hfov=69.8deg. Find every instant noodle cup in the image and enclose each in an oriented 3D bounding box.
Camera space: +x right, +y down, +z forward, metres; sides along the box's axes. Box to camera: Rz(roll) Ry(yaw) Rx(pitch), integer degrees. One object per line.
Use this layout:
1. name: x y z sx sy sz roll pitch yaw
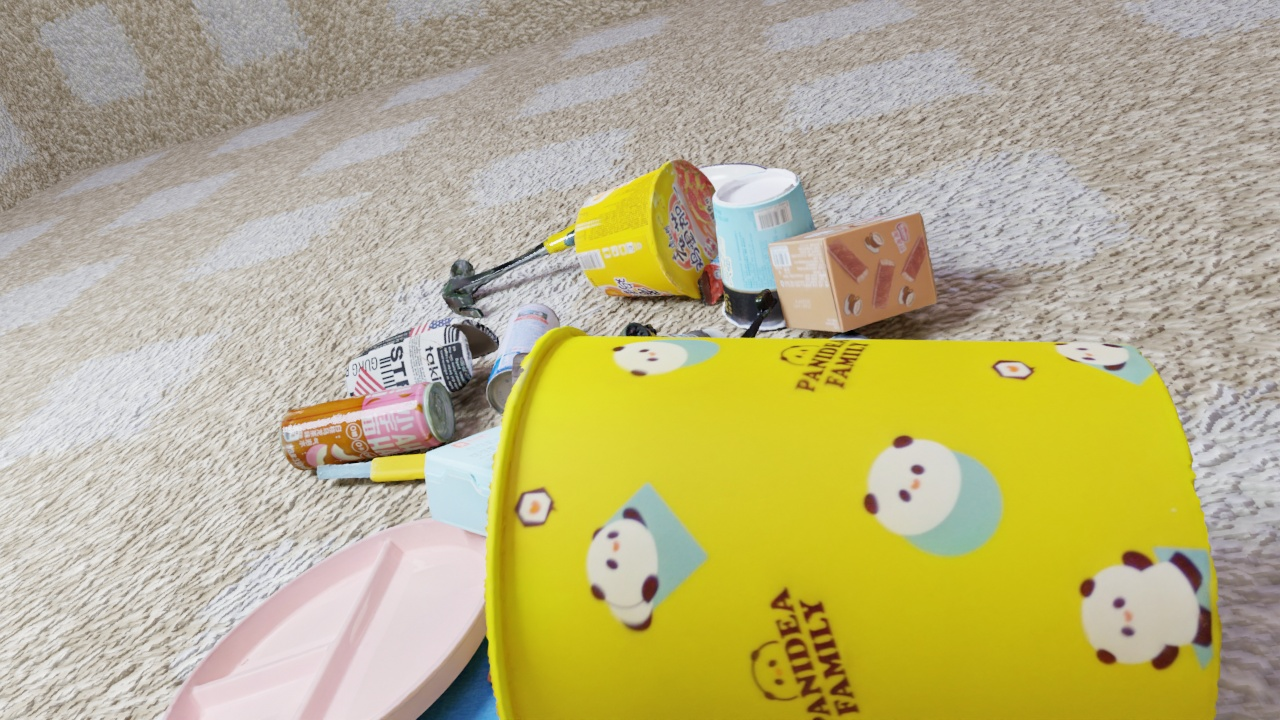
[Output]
1. instant noodle cup: 0.008 -0.125 0.934 0.110 0.138 0.137 -6 29 37
2. instant noodle cup: 0.116 -0.106 0.841 0.111 0.120 0.111 -14 28 7

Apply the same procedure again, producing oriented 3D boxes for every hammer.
1. hammer: -0.084 -0.136 1.045 0.324 0.032 0.126 -23 31 12

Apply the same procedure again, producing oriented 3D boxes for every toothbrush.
1. toothbrush: 0.065 0.012 0.730 0.026 0.027 0.212 -9 36 42

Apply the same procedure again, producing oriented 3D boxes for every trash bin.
1. trash bin: 0.090 0.089 0.423 0.255 0.230 0.229 -4 31 13

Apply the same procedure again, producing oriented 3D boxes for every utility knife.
1. utility knife: -0.185 0.089 0.774 0.209 0.015 0.033 -5 32 16

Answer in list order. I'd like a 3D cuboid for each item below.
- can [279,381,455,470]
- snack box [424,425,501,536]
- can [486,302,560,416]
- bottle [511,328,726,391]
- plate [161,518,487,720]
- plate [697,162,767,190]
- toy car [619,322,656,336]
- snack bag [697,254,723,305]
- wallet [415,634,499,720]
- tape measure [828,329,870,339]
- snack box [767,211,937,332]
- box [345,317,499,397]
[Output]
1. can: -0.243 0.059 0.819 0.147 0.058 0.057 -12 29 11
2. snack box: -0.062 0.070 0.651 0.074 0.052 0.174 8 17 37
3. can: -0.106 -0.003 0.854 0.053 0.053 0.134 -12 29 9
4. bottle: -0.004 0.004 0.713 0.194 0.044 0.080 -11 18 -44
5. plate: -0.187 0.180 0.570 0.230 0.028 0.229 -23 20 9
6. plate: 0.067 -0.177 1.078 0.192 0.039 0.192 -14 29 8
7. toy car: -0.043 0.019 0.777 0.155 0.041 0.071 -34 -5 -35
8. snack bag: 0.089 -0.097 0.919 0.026 0.045 0.105 3 35 35
9. wallet: -0.082 0.187 0.527 0.106 0.040 0.132 -13 29 17
10. tape measure: 0.155 0.009 0.710 0.065 0.033 0.066 -26 27 -11
11. snack box: 0.174 -0.073 0.762 0.094 0.077 0.093 -17 10 -17
12. box: -0.208 0.001 0.885 0.163 0.076 0.087 -18 1 34
